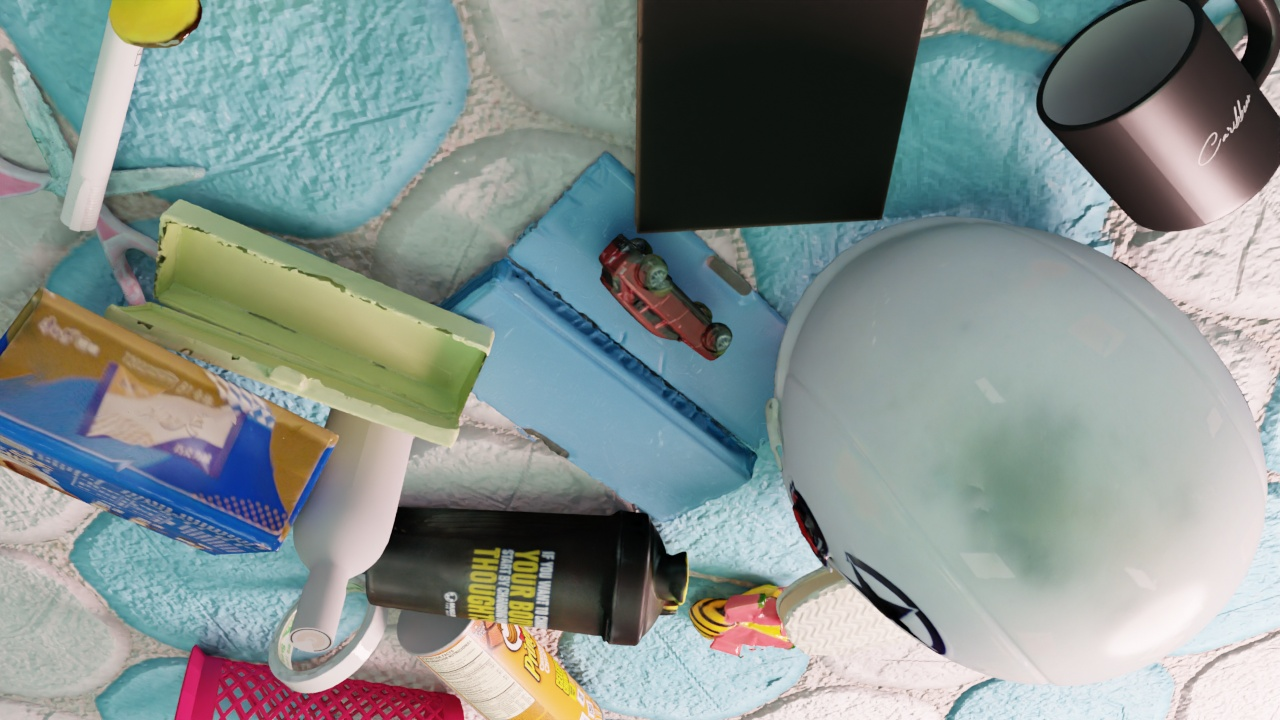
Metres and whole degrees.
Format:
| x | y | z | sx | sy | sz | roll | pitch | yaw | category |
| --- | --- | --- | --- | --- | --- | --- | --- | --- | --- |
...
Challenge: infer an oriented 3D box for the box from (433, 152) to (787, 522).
| x | y | z | sx | sy | sz | roll | pitch | yaw | category |
| --- | --- | --- | --- | --- | --- | --- | --- | --- | --- |
| -0.003 | 0.005 | 0.571 | 0.177 | 0.047 | 0.231 | -38 | 121 | 25 | box |

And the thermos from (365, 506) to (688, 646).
| x | y | z | sx | sy | sz | roll | pitch | yaw | category |
| --- | --- | --- | --- | --- | --- | --- | --- | --- | --- |
| -0.079 | 0.150 | 0.662 | 0.221 | 0.098 | 0.098 | 5 | 130 | -1 | thermos |

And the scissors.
| x | y | z | sx | sy | sz | roll | pitch | yaw | category |
| --- | --- | --- | --- | --- | --- | --- | --- | --- | --- |
| -0.319 | -0.082 | 0.507 | 0.170 | 0.013 | 0.173 | -8 | 128 | 0 | scissors |

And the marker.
| x | y | z | sx | sy | sz | roll | pitch | yaw | category |
| --- | --- | --- | --- | --- | --- | --- | --- | --- | --- |
| -0.269 | -0.122 | 0.461 | 0.017 | 0.020 | 0.134 | 17 | 122 | -28 | marker |

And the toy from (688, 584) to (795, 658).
| x | y | z | sx | sy | sz | roll | pitch | yaw | category |
| --- | --- | --- | --- | --- | --- | --- | --- | --- | --- |
| 0.091 | 0.211 | 0.748 | 0.103 | 0.046 | 0.084 | -8 | 143 | 11 | toy |

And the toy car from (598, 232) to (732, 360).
| x | y | z | sx | sy | sz | roll | pitch | yaw | category |
| --- | --- | --- | --- | --- | --- | --- | --- | --- | --- |
| 0.015 | -0.032 | 0.512 | 0.091 | 0.042 | 0.036 | 37 | 99 | -27 | toy car |

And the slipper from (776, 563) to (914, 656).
| x | y | z | sx | sy | sz | roll | pitch | yaw | category |
| --- | --- | --- | --- | --- | --- | --- | --- | --- | --- |
| 0.221 | 0.125 | 0.612 | 0.273 | 0.054 | 0.114 | -20 | 130 | 4 | slipper |

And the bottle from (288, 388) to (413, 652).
| x | y | z | sx | sy | sz | roll | pitch | yaw | category |
| --- | --- | --- | --- | --- | --- | --- | --- | --- | --- |
| -0.164 | 0.074 | 0.523 | 0.052 | 0.194 | 0.053 | -1 | 130 | -1 | bottle |

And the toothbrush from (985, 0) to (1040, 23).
| x | y | z | sx | sy | sz | roll | pitch | yaw | category |
| --- | --- | --- | --- | --- | --- | --- | --- | --- | --- |
| 0.113 | -0.192 | 0.409 | 0.180 | 0.016 | 0.017 | 19 | 116 | -22 | toothbrush |

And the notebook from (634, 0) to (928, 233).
| x | y | z | sx | sy | sz | roll | pitch | yaw | category |
| --- | --- | --- | --- | --- | --- | --- | --- | --- | --- |
| 0.069 | -0.157 | 0.448 | 0.141 | 0.008 | 0.209 | -4 | 130 | -6 | notebook |

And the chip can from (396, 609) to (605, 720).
| x | y | z | sx | sy | sz | roll | pitch | yaw | category |
| --- | --- | --- | --- | --- | --- | --- | --- | --- | --- |
| -0.109 | 0.263 | 0.762 | 0.075 | 0.075 | 0.215 | -20 | 128 | 14 | chip can |

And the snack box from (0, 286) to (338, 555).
| x | y | z | sx | sy | sz | roll | pitch | yaw | category |
| --- | --- | --- | --- | --- | --- | --- | --- | --- | --- |
| -0.280 | 0.048 | 0.517 | 0.155 | 0.069 | 0.203 | 31 | 154 | -23 | snack box |

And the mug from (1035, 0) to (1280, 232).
| x | y | z | sx | sy | sz | roll | pitch | yaw | category |
| --- | --- | --- | --- | --- | --- | --- | --- | --- | --- |
| 0.265 | -0.133 | 0.448 | 0.088 | 0.078 | 0.113 | 33 | 96 | -26 | mug |

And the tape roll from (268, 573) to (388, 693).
| x | y | z | sx | sy | sz | roll | pitch | yaw | category |
| --- | --- | --- | --- | --- | --- | --- | --- | --- | --- |
| -0.237 | 0.205 | 0.697 | 0.094 | 0.093 | 0.018 | -19 | 129 | 13 | tape roll |

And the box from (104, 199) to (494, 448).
| x | y | z | sx | sy | sz | roll | pitch | yaw | category |
| --- | --- | --- | --- | --- | --- | --- | --- | --- | --- |
| -0.183 | -0.012 | 0.513 | 0.188 | 0.090 | 0.078 | 20 | 153 | -11 | box |

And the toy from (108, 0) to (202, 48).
| x | y | z | sx | sy | sz | roll | pitch | yaw | category |
| --- | --- | --- | --- | --- | --- | --- | --- | --- | --- |
| -0.225 | -0.238 | 0.333 | 0.149 | 0.083 | 0.214 | -33 | 126 | 25 | toy |

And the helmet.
| x | y | z | sx | sy | sz | roll | pitch | yaw | category |
| --- | --- | --- | --- | --- | --- | --- | --- | --- | --- |
| 0.198 | 0.047 | 0.479 | 0.236 | 0.163 | 0.264 | -35 | 94 | 1 | helmet |

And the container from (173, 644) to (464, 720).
| x | y | z | sx | sy | sz | roll | pitch | yaw | category |
| --- | --- | --- | --- | --- | --- | --- | --- | --- | --- |
| -0.274 | 0.343 | 0.774 | 0.225 | 0.183 | 0.184 | 11 | 129 | -20 | container |
